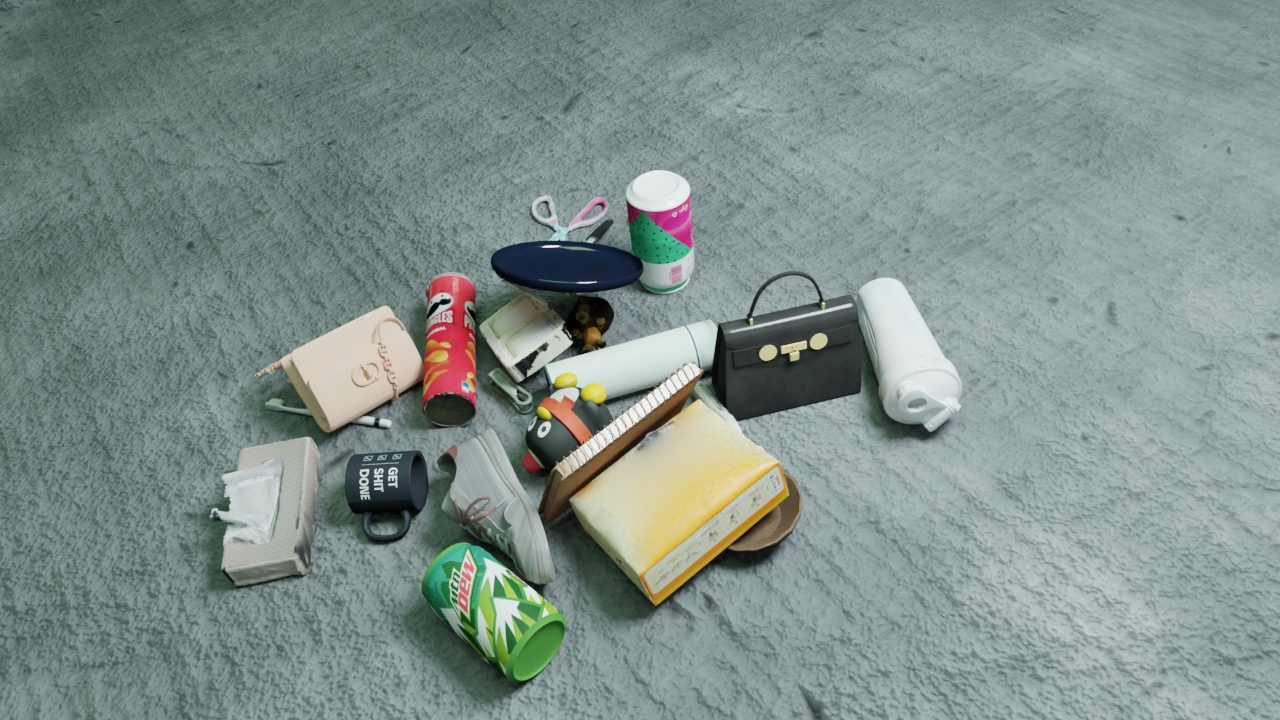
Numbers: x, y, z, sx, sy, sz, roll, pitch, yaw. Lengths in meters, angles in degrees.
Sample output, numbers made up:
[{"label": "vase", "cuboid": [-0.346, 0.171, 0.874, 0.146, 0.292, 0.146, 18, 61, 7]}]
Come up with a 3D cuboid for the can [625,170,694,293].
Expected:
[{"label": "can", "cuboid": [0.029, -0.180, 1.295, 0.088, 0.166, 0.088, -4, 46, 4]}]

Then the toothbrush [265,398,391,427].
[{"label": "toothbrush", "cuboid": [-0.415, 0.069, 1.219, 0.187, 0.012, 0.017, 7, 44, 14]}]

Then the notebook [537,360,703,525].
[{"label": "notebook", "cuboid": [-0.023, 0.093, 1.041, 0.210, 0.169, 0.022, -37, 76, -25]}]

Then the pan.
[{"label": "pan", "cuboid": [-0.081, -0.151, 1.275, 0.199, 0.021, 0.355, 8, 23, 9]}]

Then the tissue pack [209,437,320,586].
[{"label": "tissue pack", "cuboid": [-0.444, 0.172, 1.089, 0.104, 0.071, 0.181, -9, 49, -3]}]

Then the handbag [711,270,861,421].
[{"label": "handbag", "cuboid": [0.178, -0.032, 1.113, 0.175, 0.196, 0.072, -13, 46, -5]}]

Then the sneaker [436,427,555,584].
[{"label": "sneaker", "cuboid": [-0.170, 0.173, 1.031, 0.089, 0.099, 0.236, -22, 40, -15]}]

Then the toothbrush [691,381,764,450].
[{"label": "toothbrush", "cuboid": [0.103, 0.072, 1.105, 0.024, 0.022, 0.185, -54, 29, 8]}]

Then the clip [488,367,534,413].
[{"label": "clip", "cuboid": [-0.169, 0.042, 1.204, 0.023, 0.047, 0.076, -39, 56, -24]}]

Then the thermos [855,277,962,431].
[{"label": "thermos", "cuboid": [0.332, -0.011, 1.150, 0.099, 0.099, 0.220, -6, 42, 1]}]

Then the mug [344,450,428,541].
[{"label": "mug", "cuboid": [-0.299, 0.160, 1.084, 0.077, 0.071, 0.105, -4, 73, 3]}]

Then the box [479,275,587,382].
[{"label": "box", "cuboid": [-0.135, -0.088, 1.220, 0.194, 0.101, 0.143, -38, 36, -6]}]

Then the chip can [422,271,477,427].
[{"label": "chip can", "cuboid": [-0.257, -0.017, 1.241, 0.073, 0.073, 0.232, -9, 46, -1]}]

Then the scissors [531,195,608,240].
[{"label": "scissors", "cuboid": [-0.133, -0.216, 1.460, 0.159, 0.014, 0.172, 24, 57, 26]}]

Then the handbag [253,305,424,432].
[{"label": "handbag", "cuboid": [-0.393, 0.015, 1.250, 0.198, 0.116, 0.188, -34, 11, -35]}]

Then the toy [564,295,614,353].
[{"label": "toy", "cuboid": [-0.068, -0.042, 1.253, 0.076, 0.062, 0.100, -23, 55, 15]}]

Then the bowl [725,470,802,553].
[{"label": "bowl", "cuboid": [0.126, 0.172, 1.030, 0.118, 0.030, 0.117, -13, 42, 12]}]

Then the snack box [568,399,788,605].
[{"label": "snack box", "cuboid": [0.039, 0.145, 1.010, 0.195, 0.081, 0.145, -37, 43, -15]}]

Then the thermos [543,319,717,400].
[{"label": "thermos", "cuboid": [-0.007, 0.007, 1.190, 0.230, 0.068, 0.067, -15, 46, -8]}]

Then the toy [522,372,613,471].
[{"label": "toy", "cuboid": [-0.091, 0.088, 1.102, 0.119, 0.100, 0.098, -42, 35, -21]}]

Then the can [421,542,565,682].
[{"label": "can", "cuboid": [-0.154, 0.258, 0.953, 0.144, 0.083, 0.082, 30, 56, 31]}]
